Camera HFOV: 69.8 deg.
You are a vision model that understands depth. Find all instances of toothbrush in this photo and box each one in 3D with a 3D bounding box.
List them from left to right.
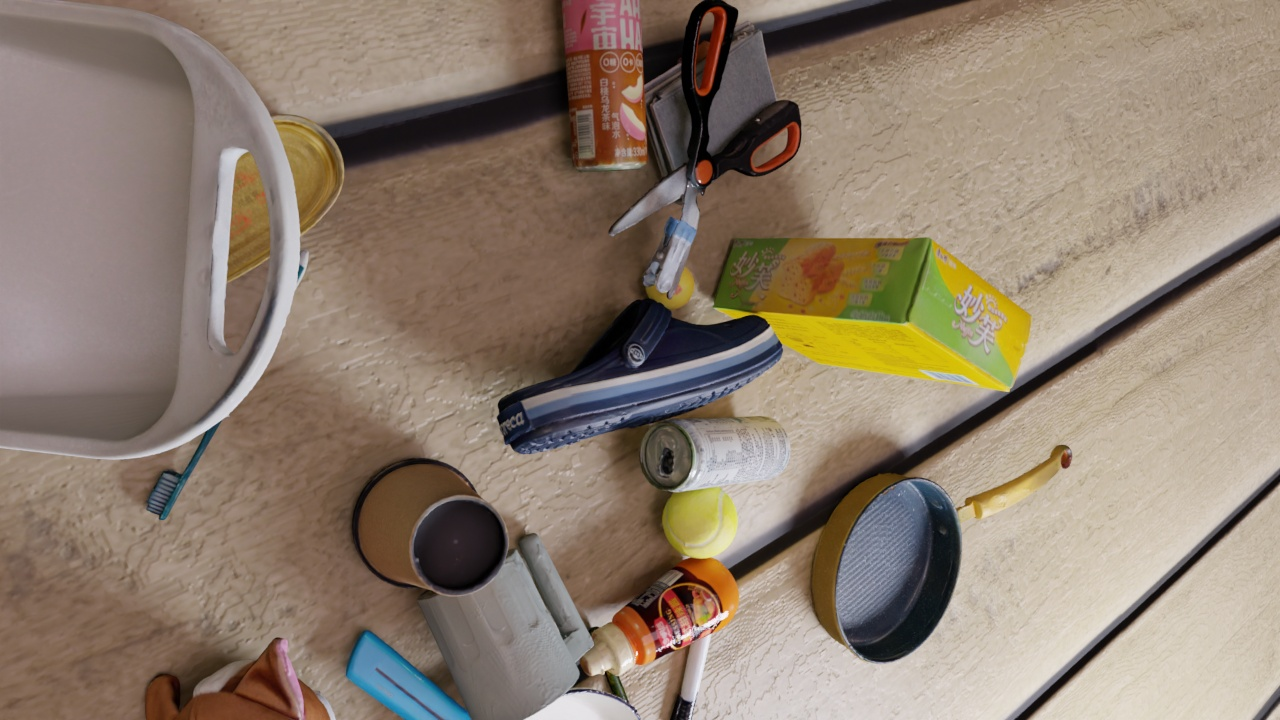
[{"bbox_3d":[-0.260,0.012,0.582,0.018,0.016,0.191,29,81,-24],"label":"toothbrush"},{"bbox_3d":[-0.015,0.310,0.803,0.017,0.012,0.186,-25,111,-18],"label":"toothbrush"}]

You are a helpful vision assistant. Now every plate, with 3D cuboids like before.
[{"bbox_3d":[-0.081,0.360,0.745,0.204,0.046,0.205,-6,100,-35],"label":"plate"}]

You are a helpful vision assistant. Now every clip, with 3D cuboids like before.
[{"bbox_3d":[0.022,-0.079,0.692,0.025,0.036,0.058,31,85,-51],"label":"clip"}]

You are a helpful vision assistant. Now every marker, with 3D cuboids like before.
[{"bbox_3d":[0.049,0.276,0.838,0.022,0.018,0.130,11,92,-26],"label":"marker"}]

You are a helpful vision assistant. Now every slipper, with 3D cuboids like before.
[{"bbox_3d":[-0.004,0.004,0.715,0.252,0.105,0.095,-17,84,-36],"label":"slipper"}]

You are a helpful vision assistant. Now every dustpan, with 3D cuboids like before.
[{"bbox_3d":[-0.290,-0.063,0.425,0.257,0.143,0.223,5,95,-17],"label":"dustpan"}]

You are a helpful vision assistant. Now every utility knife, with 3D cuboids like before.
[{"bbox_3d":[-0.124,0.277,0.671,0.223,0.018,0.034,42,64,-11],"label":"utility knife"}]

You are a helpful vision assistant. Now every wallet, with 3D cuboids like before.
[{"bbox_3d":[0.058,-0.206,0.756,0.129,0.037,0.107,-40,129,-24],"label":"wallet"}]

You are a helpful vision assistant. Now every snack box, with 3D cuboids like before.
[{"bbox_3d":[0.188,-0.042,0.766,0.157,0.210,0.070,24,82,-36],"label":"snack box"}]

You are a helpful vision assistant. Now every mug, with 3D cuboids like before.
[{"bbox_3d":[-0.094,0.195,0.680,0.123,0.084,0.103,-27,91,-57],"label":"mug"}]

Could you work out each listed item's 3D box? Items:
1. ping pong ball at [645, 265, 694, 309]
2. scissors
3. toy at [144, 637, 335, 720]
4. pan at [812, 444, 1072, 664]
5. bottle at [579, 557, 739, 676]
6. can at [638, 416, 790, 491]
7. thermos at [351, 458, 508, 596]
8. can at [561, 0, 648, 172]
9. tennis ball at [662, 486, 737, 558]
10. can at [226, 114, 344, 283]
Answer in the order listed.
[{"bbox_3d":[0.024,-0.062,0.752,0.040,0.040,0.040,-6,101,-34],"label":"ping pong ball"},{"bbox_3d":[0.052,-0.167,0.718,0.220,0.022,0.233,-21,117,-39],"label":"scissors"},{"bbox_3d":[-0.225,0.271,0.588,0.140,0.130,0.199,-26,104,12],"label":"toy"},{"bbox_3d":[0.331,0.181,0.982,0.356,0.078,0.198,-31,114,-27],"label":"pan"},{"bbox_3d":[0.013,0.221,0.772,0.149,0.067,0.067,-23,110,-31],"label":"bottle"},{"bbox_3d":[0.066,0.077,0.772,0.146,0.058,0.058,2,96,-50],"label":"can"},{"bbox_3d":[-0.137,0.114,0.613,0.093,0.143,0.093,1,87,-26],"label":"thermos"},{"bbox_3d":[-0.026,-0.216,0.681,0.057,0.058,0.147,-11,104,-33],"label":"can"},{"bbox_3d":[0.051,0.137,0.787,0.065,0.065,0.065,-6,101,-34],"label":"tennis ball"},{"bbox_3d":[-0.251,-0.092,0.550,0.147,0.049,0.074,-41,118,-23],"label":"can"}]
